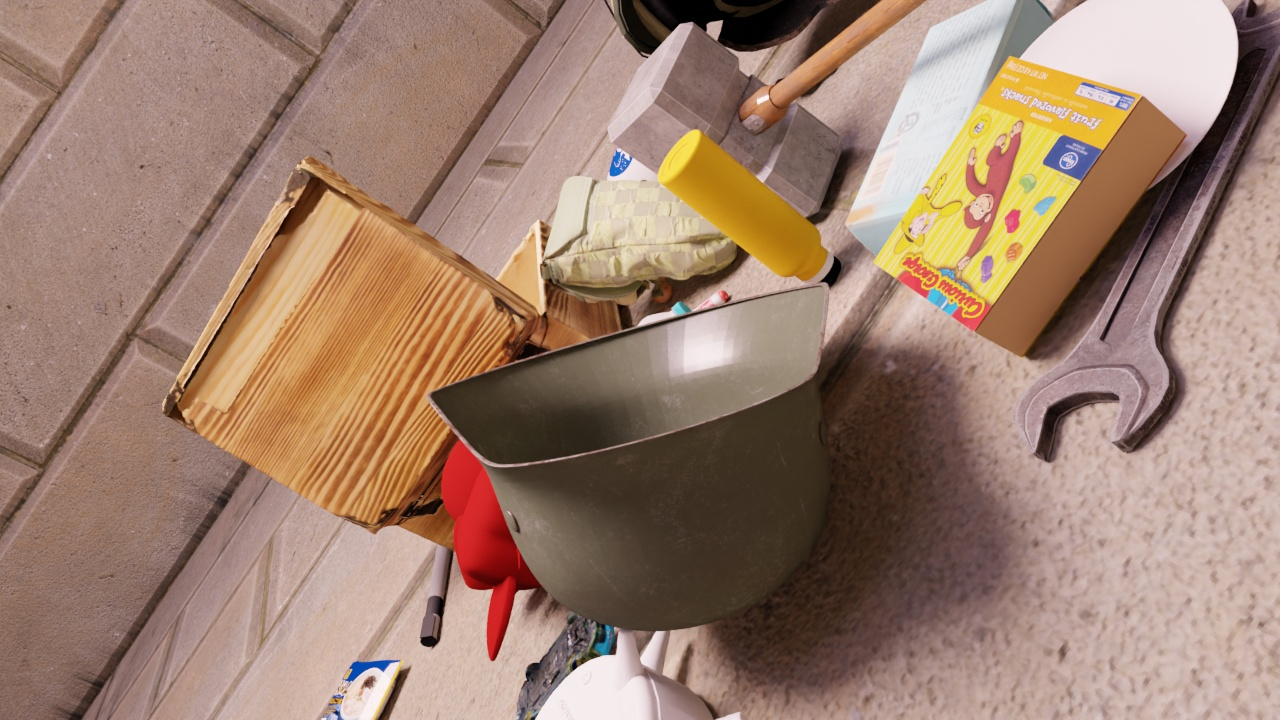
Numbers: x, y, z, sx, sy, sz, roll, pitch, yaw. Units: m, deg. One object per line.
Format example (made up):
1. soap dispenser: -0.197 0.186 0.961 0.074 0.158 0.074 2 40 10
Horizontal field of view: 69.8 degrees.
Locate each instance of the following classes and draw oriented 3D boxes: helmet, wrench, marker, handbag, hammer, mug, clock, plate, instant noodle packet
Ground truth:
1. helmet: 0.013 0.061 0.507 0.227 0.154 0.268 -16 4 -1
2. wrench: 0.253 -0.072 0.428 0.273 0.010 0.070 -60 23 -9
3. marker: -0.204 0.227 0.924 0.016 0.016 0.140 -46 25 23
4. handbag: 0.001 -0.102 0.836 0.186 0.117 0.113 0 50 13
5. hammer: 0.121 -0.200 0.623 0.318 0.162 0.082 -24 38 60
6. mug: 0.021 -0.219 0.941 0.121 0.091 0.090 -96 21 -58
7. clock: -0.024 0.227 0.496 0.161 0.073 0.125 -57 23 -3
8. marker: 0.026 -0.023 0.808 0.143 0.013 0.012 -36 30 39
9. helmet: 0.092 -0.378 0.808 0.251 0.255 0.232 -33 35 41
10. plate: 0.241 -0.133 0.479 0.135 0.011 0.134 -35 44 43
11. instant noodle packet: -0.281 0.341 0.914 0.135 0.026 0.086 -25 35 51

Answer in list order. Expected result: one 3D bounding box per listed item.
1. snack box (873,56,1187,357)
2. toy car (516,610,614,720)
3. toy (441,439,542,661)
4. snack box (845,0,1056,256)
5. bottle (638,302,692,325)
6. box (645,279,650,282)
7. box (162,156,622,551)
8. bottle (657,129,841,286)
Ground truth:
1. snack box: 0.192 -0.080 0.469 0.126 0.040 0.088 -59 32 16
2. toy car: -0.049 0.211 0.621 0.105 0.032 0.048 -54 23 19
3. toy: -0.091 0.117 0.711 0.158 0.120 0.197 -67 18 5
4. snack box: 0.199 -0.146 0.579 0.075 0.053 0.174 -7 54 60
5. bottle: -0.005 0.004 0.790 0.136 0.044 0.044 -47 24 20
6. box: -0.021 -0.152 0.985 0.098 0.082 0.187 -60 19 23
7. box: -0.226 -0.014 0.876 0.280 0.336 0.286 -50 26 19
8. bottle: 0.079 -0.098 0.632 0.043 0.143 0.043 -43 26 27
